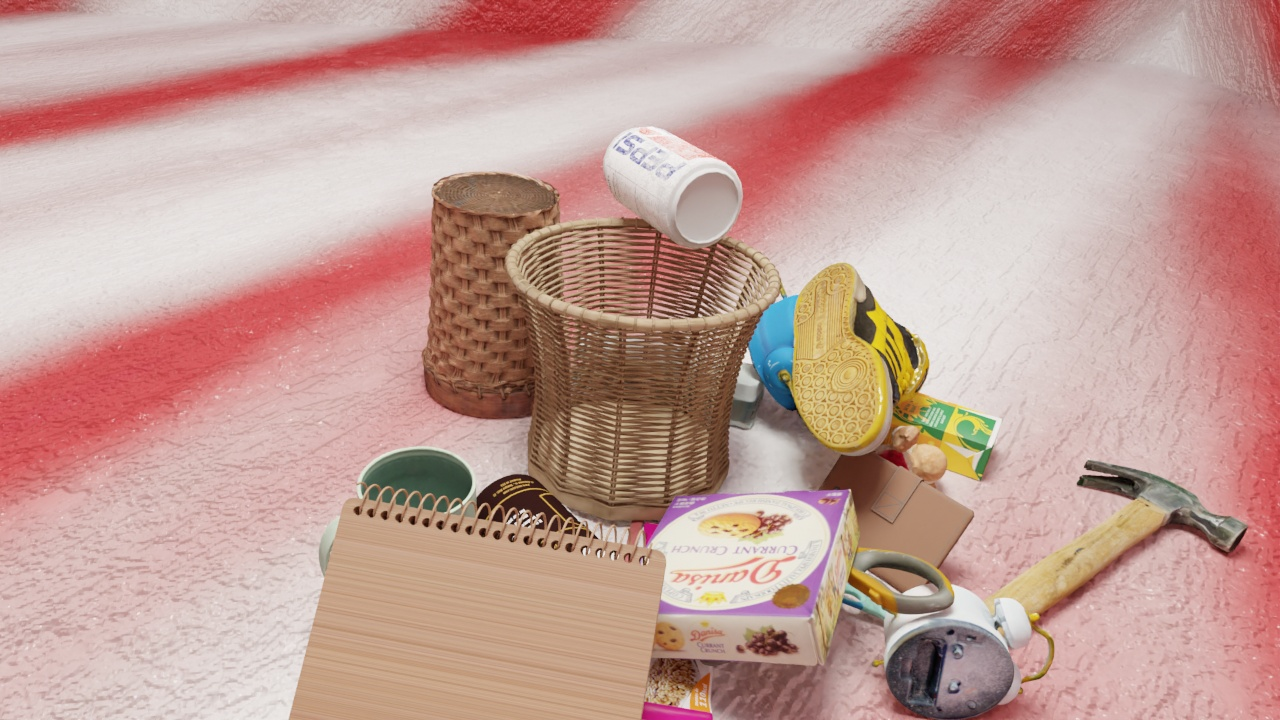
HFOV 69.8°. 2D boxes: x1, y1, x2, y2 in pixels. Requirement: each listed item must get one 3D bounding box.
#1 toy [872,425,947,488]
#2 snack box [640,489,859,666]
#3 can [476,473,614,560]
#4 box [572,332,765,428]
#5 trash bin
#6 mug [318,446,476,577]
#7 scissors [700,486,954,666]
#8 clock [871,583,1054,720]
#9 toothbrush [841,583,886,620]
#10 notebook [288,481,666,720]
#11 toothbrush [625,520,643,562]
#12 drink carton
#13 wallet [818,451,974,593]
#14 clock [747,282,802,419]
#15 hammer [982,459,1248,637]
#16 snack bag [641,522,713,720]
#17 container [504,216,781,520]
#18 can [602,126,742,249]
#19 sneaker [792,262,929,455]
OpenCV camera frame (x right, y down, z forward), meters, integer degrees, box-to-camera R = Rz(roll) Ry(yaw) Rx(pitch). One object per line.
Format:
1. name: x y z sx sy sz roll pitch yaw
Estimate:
1. toy: 0.243 0.103 0.826 0.074 0.085 0.105 -20 -16 39
2. snack box: 0.071 0.149 0.650 0.144 0.040 0.147 -7 23 26
3. can: -0.073 0.142 0.681 0.071 0.072 0.128 -16 31 -32
4. box: 0.030 0.011 0.953 0.199 0.071 0.084 12 50 15
5. trash bin: -0.141 -0.070 0.905 0.151 0.210 0.151 5 30 -3
6. mug: -0.173 0.131 0.659 0.111 0.104 0.084 -14 36 -31
7. scissors: 0.117 0.157 0.681 0.225 0.016 0.225 -26 20 -22
8. clock: 0.222 0.200 0.629 0.118 0.083 0.057 4 24 7
9. toothbrush: 0.170 0.187 0.707 0.135 0.017 0.022 22 35 26
10. notebook: -0.099 0.175 0.569 0.210 0.022 0.169 9 75 6
11. toothbrush: -0.013 0.168 0.713 0.015 0.016 0.184 3 28 8
12. drink carton: 0.285 0.067 0.907 0.122 0.041 0.058 20 33 22
13. wallet: 0.202 0.130 0.762 0.121 0.087 0.013 33 -3 38
14. clock: 0.159 0.002 0.928 0.060 0.117 0.161 -25 45 26
15. hammer: 0.365 0.165 0.765 0.329 0.033 0.132 -17 39 -33
16. snack bag: 0.025 0.188 0.683 0.070 0.016 0.196 7 30 5
17. container: -0.004 0.005 0.804 0.227 0.196 0.226 4 28 -2
18. can: 0.025 -0.157 0.816 0.078 0.078 0.136 -11 32 -25
19. sneaker: 0.207 0.020 0.835 0.122 0.086 0.238 41 33 -26
